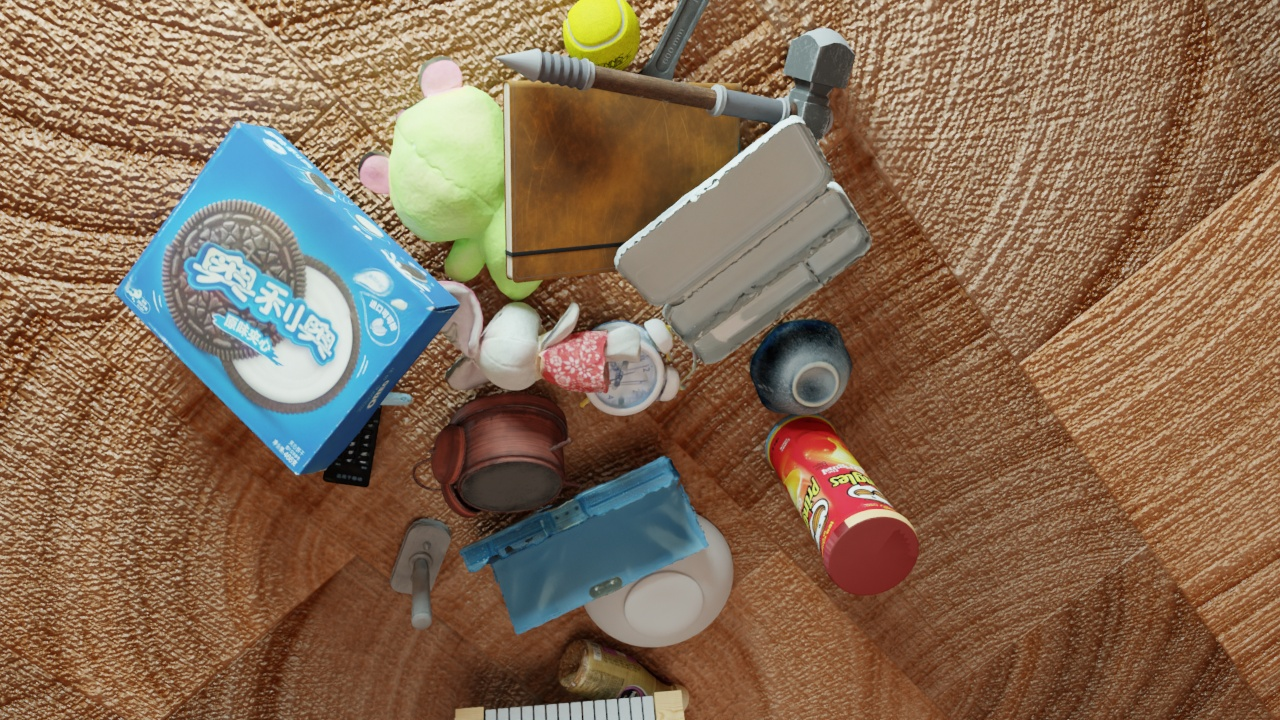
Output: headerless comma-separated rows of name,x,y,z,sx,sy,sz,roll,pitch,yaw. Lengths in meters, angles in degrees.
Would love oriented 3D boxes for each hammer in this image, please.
hammer,0.032,-0.225,0.772,0.321,0.043,0.156,1,114,-30

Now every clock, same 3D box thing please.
clock,-0.142,0.097,0.894,0.157,0.072,0.121,-8,143,-3
clock,-0.005,0.005,0.915,0.125,0.052,0.089,-14,113,-6

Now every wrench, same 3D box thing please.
wrench,0.038,-0.300,0.809,0.073,0.018,0.273,23,106,-19

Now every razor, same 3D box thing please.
razor,-0.225,0.231,0.940,0.047,0.116,0.088,16,109,-20

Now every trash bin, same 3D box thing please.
trash bin,-0.074,0.468,1.014,0.247,0.142,0.143,-3,144,-5

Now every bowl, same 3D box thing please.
bowl,0.172,0.015,0.943,0.110,0.055,0.110,-3,113,-8
bowl,0.021,0.253,1.014,0.176,0.066,0.177,-3,113,-7

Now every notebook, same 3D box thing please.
notebook,-0.004,-0.153,0.811,0.248,0.014,0.179,-10,112,-31

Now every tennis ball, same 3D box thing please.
tennis ball,-0.033,-0.277,0.781,0.065,0.065,0.065,-3,113,-8

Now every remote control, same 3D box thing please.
remote control,-0.281,0.054,0.909,0.047,0.022,0.150,11,109,-12

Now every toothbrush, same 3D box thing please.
toothbrush,-0.298,0.034,0.878,0.155,0.016,0.022,4,77,-8

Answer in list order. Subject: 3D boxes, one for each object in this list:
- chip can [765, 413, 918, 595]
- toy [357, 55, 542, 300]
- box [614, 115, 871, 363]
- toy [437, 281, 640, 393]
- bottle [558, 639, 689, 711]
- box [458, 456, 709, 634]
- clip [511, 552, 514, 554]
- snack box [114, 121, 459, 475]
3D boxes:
chip can,0.191,0.133,0.908,0.087,0.213,0.087,-3,113,-8
toy,-0.141,-0.144,0.805,0.196,0.107,0.150,35,103,-30
box,0.097,-0.103,0.844,0.209,0.045,0.191,-38,134,10
toy,-0.097,-0.012,0.842,0.194,0.084,0.159,2,144,7
bottle,-0.014,0.374,1.066,0.166,0.059,0.060,29,106,-28
box,-0.053,0.193,0.942,0.231,0.094,0.111,-25,81,2
clip,-0.144,0.229,1.009,0.043,0.014,0.051,-33,111,3
snack box,-0.304,-0.052,0.789,0.239,0.056,0.196,43,102,6
